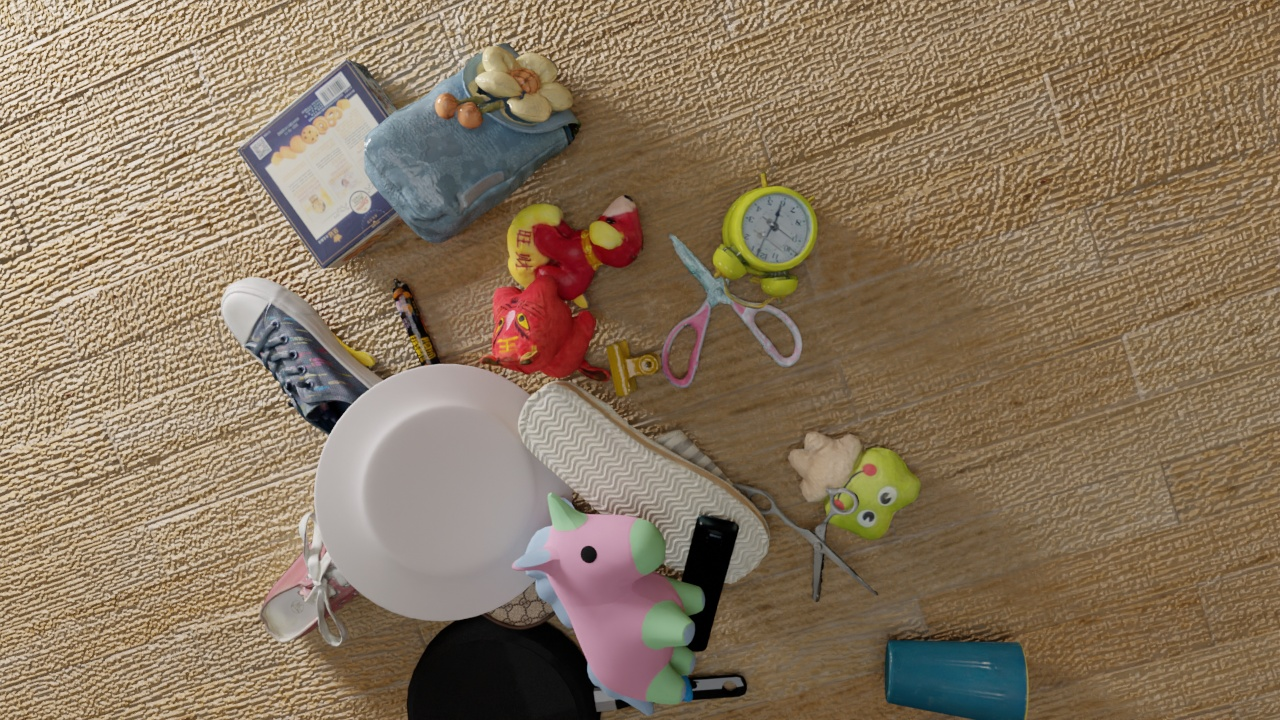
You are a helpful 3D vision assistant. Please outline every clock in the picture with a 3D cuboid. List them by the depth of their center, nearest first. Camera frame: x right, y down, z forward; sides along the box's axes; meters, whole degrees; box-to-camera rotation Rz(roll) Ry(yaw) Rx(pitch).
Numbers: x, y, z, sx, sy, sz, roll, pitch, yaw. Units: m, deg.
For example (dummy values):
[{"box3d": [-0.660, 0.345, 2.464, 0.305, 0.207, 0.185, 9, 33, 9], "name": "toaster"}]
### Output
[{"box3d": [0.114, -0.105, 0.836, 0.083, 0.057, 0.119, 21, 92, -6], "name": "clock"}]

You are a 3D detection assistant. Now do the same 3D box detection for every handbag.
[{"box3d": [-0.148, -0.202, 0.813, 0.191, 0.119, 0.122, -40, 91, -19], "name": "handbag"}, {"box3d": [-0.121, 0.186, 0.915, 0.166, 0.063, 0.138, 38, 91, 0], "name": "handbag"}]

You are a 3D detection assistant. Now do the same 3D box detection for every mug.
[{"box3d": [0.297, 0.302, 0.873, 0.121, 0.078, 0.078, 2, 98, 12], "name": "mug"}]

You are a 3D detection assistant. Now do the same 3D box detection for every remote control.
[{"box3d": [0.059, 0.217, 0.879, 0.041, 0.020, 0.152, 13, 114, 4], "name": "remote control"}]

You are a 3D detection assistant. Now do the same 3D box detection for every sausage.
[{"box3d": [-0.214, -0.009, 0.915, 0.020, 0.020, 0.155, -22, 95, 9], "name": "sausage"}]

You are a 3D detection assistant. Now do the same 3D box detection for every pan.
[{"box3d": [-0.070, 0.353, 0.939, 0.356, 0.044, 0.204, -8, 97, 9], "name": "pan"}]

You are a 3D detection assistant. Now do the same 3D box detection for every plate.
[{"box3d": [-0.180, 0.123, 0.868, 0.242, 0.016, 0.242, 3, 82, -18], "name": "plate"}]

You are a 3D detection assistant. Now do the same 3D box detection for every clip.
[{"box3d": [-0.006, 0.005, 0.889, 0.048, 0.045, 0.054, -14, 96, -17], "name": "clip"}]

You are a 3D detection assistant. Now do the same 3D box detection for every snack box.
[{"box3d": [-0.286, -0.186, 0.886, 0.144, 0.042, 0.145, -34, 93, 10], "name": "snack box"}]

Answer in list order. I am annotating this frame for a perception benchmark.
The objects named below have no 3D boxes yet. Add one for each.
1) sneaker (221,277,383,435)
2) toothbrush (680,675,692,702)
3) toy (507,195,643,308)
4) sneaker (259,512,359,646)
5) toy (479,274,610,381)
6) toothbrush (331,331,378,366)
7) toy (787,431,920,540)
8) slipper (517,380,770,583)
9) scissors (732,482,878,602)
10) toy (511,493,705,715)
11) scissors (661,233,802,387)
[{"box3d": [-0.324, 0.018, 0.894, 0.235, 0.079, 0.088, 42, 119, -3], "name": "sneaker"}, {"box3d": [0.015, 0.279, 0.918, 0.022, 0.017, 0.135, -28, 82, -16], "name": "toothbrush"}, {"box3d": [-0.062, -0.100, 0.864, 0.137, 0.067, 0.105, -9, 104, 16], "name": "toy"}, {"box3d": [-0.303, 0.206, 0.923, 0.241, 0.087, 0.118, -42, 92, 12], "name": "sneaker"}, {"box3d": [-0.088, -0.004, 0.860, 0.088, 0.093, 0.133, -21, 133, 35], "name": "toy"}, {"box3d": [-0.325, -0.029, 0.930, 0.135, 0.016, 0.021, 28, 103, 5], "name": "toothbrush"}, {"box3d": [0.198, 0.112, 0.869, 0.118, 0.043, 0.092, 37, 108, 4], "name": "toy"}, {"box3d": [0.004, 0.115, 0.888, 0.272, 0.054, 0.115, 35, 106, -4], "name": "slipper"}, {"box3d": [0.159, 0.165, 0.882, 0.175, 0.014, 0.142, 31, 127, 16], "name": "scissors"}, {"box3d": [-0.030, 0.233, 0.858, 0.171, 0.119, 0.222, 12, 116, 13], "name": "toy"}, {"box3d": [0.088, -0.047, 0.877, 0.168, 0.014, 0.170, 17, 96, 5], "name": "scissors"}]
